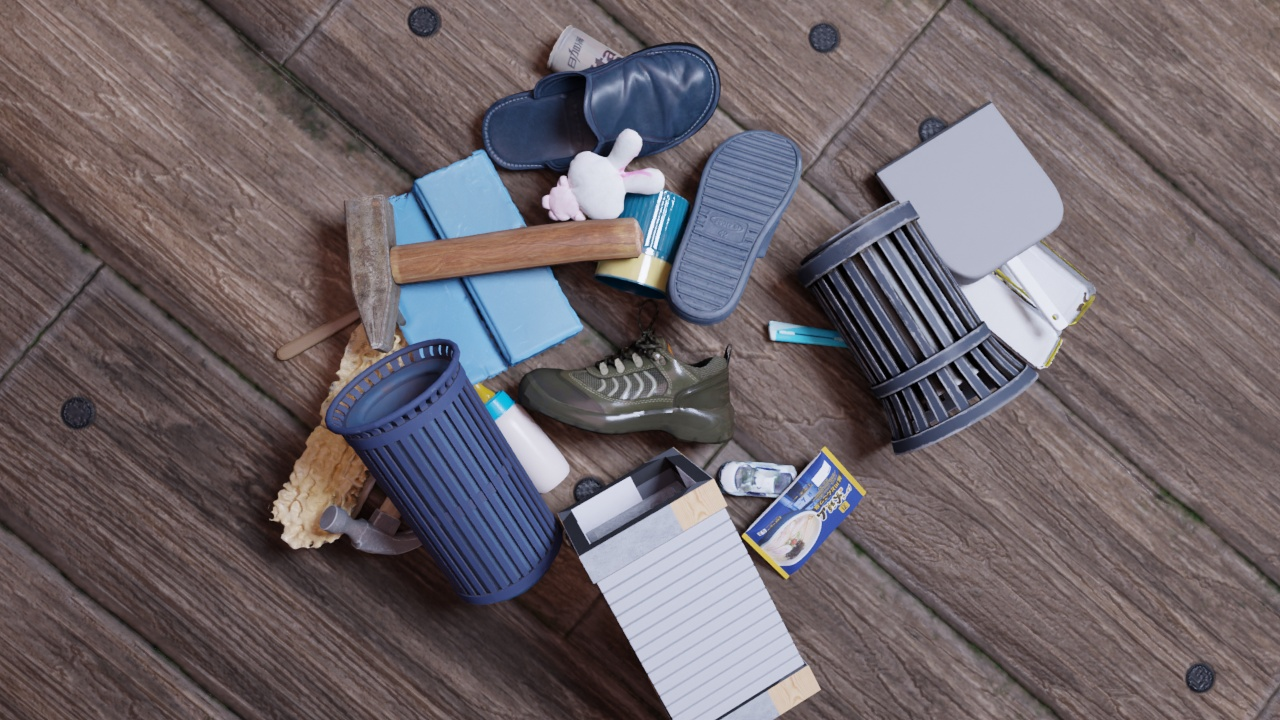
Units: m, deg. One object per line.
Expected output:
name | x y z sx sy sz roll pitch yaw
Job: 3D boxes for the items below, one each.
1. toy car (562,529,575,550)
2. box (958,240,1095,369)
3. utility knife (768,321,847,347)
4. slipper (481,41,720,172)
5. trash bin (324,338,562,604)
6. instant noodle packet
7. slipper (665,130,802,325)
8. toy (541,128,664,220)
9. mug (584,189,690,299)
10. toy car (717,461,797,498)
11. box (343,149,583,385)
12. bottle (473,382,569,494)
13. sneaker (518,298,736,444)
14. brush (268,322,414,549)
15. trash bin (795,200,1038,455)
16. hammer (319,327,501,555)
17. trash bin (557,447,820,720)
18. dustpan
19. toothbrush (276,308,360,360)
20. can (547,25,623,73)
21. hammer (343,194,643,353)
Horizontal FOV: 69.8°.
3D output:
toy car | -0.033 0.204 1.004 0.113 0.040 0.048 38 86 -15
box | 0.412 -0.096 1.047 0.209 0.034 0.129 39 79 -3
utility knife | 0.201 -0.029 1.040 0.116 0.015 0.022 5 94 -6
slipper | -0.046 -0.255 0.961 0.266 0.083 0.109 -11 109 11
trash bin | -0.183 0.119 0.912 0.139 0.139 0.250 -29 118 -4
instant noodle packet | 0.183 0.170 1.019 0.134 0.026 0.087 -46 116 -4
slipper | 0.094 -0.139 0.998 0.101 0.083 0.263 23 64 5
toy | -0.042 -0.182 0.953 0.126 0.037 0.076 -27 104 14
mug | -0.011 -0.133 0.994 0.113 0.083 0.107 16 88 -4
toy car | 0.132 0.134 1.025 0.090 0.027 0.038 4 90 -3
box | -0.189 -0.092 0.979 0.174 0.033 0.231 -29 84 -14
bottle | -0.137 0.077 0.990 0.051 0.051 0.146 -39 100 -4
sneaker | -0.006 0.006 0.978 0.238 0.101 0.143 7 96 -8
brush | -0.306 0.072 0.984 0.083 0.056 0.271 25 87 -1
trash bin | 0.281 -0.040 0.972 0.164 0.164 0.227 -31 86 -4
hammer | -0.209 0.058 0.990 0.119 0.031 0.330 38 75 -41
trash bin | 0.045 0.242 0.931 0.142 0.142 0.247 -29 102 -8
dustpan | 0.399 -0.144 1.026 0.163 0.033 0.257 -32 81 -8
toothbrush | -0.323 -0.044 1.007 0.167 0.016 0.016 -29 91 -2
can | -0.032 -0.311 1.011 0.135 0.054 0.054 31 87 -3
hammer | -0.146 -0.104 0.938 0.301 0.037 0.158 -7 82 1
